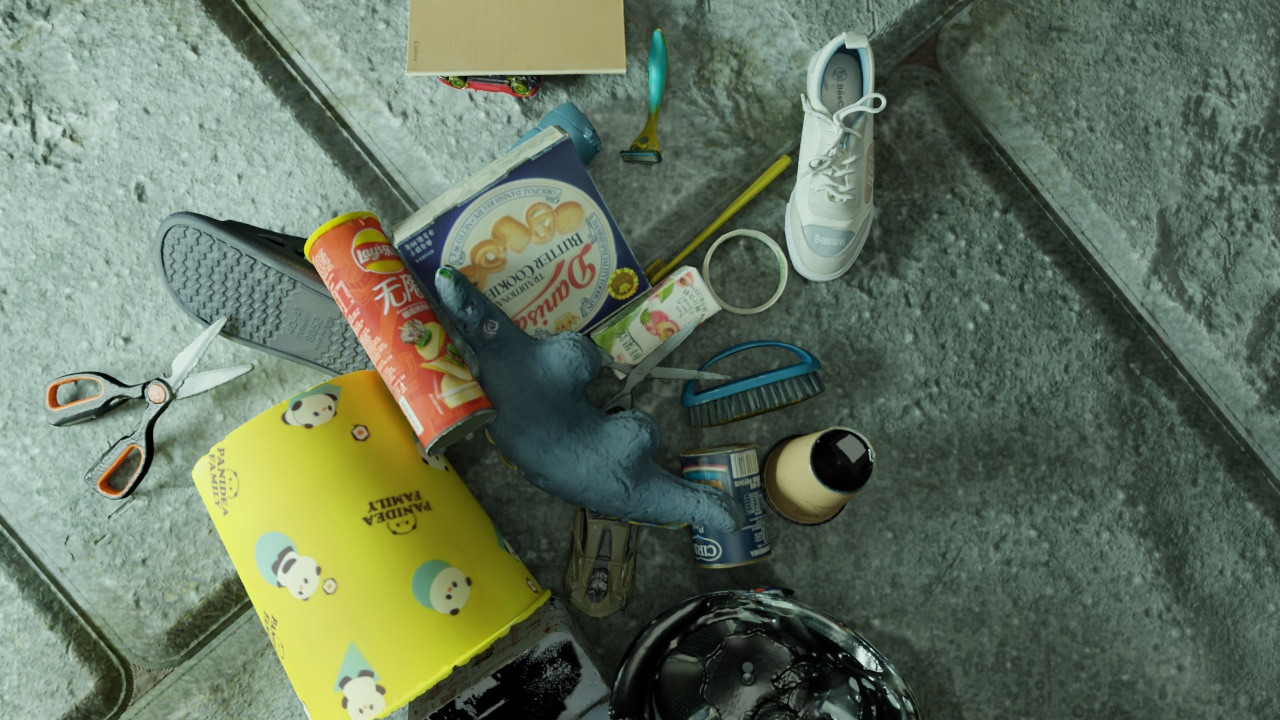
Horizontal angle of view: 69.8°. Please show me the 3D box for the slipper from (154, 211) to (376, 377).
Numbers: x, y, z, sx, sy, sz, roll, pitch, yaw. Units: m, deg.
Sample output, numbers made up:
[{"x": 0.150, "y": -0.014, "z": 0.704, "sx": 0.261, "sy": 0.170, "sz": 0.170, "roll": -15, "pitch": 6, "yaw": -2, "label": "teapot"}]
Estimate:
[{"x": -0.321, "y": -0.058, "z": 0.873, "sx": 0.268, "sy": 0.083, "sz": 0.111, "roll": 28, "pitch": 119, "yaw": -16, "label": "slipper"}]

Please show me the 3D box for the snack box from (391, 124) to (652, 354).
[{"x": -0.105, "y": -0.093, "z": 0.856, "sx": 0.178, "sy": 0.046, "sz": 0.182, "roll": -34, "pitch": 123, "yaw": -4, "label": "snack box"}]

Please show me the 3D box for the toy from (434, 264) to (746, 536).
[{"x": -0.067, "y": 0.058, "z": 0.840, "sx": 0.356, "sy": 0.091, "sz": 0.138, "roll": 43, "pitch": 125, "yaw": -7, "label": "toy"}]

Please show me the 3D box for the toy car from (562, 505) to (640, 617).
[{"x": -0.035, "y": 0.171, "z": 0.901, "sx": 0.070, "sy": 0.042, "sz": 0.158, "roll": 7, "pitch": 86, "yaw": -4, "label": "toy car"}]

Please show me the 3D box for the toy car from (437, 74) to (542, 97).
[{"x": -0.150, "y": -0.288, "z": 0.905, "sx": 0.106, "sy": 0.031, "sz": 0.049, "roll": 6, "pitch": 71, "yaw": -2, "label": "toy car"}]

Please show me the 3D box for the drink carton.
[{"x": 0.013, "y": -0.039, "z": 0.904, "sx": 0.122, "sy": 0.045, "sz": 0.053, "roll": -36, "pitch": 104, "yaw": -1, "label": "drink carton"}]

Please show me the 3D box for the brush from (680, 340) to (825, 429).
[{"x": 0.108, "y": 0.019, "z": 0.903, "sx": 0.144, "sy": 0.055, "sz": 0.073, "roll": -15, "pitch": 91, "yaw": -3, "label": "brush"}]

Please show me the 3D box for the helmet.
[{"x": 0.112, "y": 0.317, "z": 0.848, "sx": 0.274, "sy": 0.157, "sz": 0.230, "roll": 20, "pitch": 90, "yaw": 4, "label": "helmet"}]

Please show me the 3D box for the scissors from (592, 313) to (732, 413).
[{"x": -0.006, "y": 0.009, "z": 0.872, "sx": 0.159, "sy": 0.014, "sz": 0.182, "roll": 30, "pitch": 121, "yaw": -11, "label": "scissors"}]

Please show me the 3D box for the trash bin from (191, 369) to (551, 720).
[{"x": -0.242, "y": 0.162, "z": 0.805, "sx": 0.229, "sy": 0.230, "sz": 0.255, "roll": -33, "pitch": 86, "yaw": -4, "label": "trash bin"}]

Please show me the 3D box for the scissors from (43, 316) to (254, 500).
[{"x": -0.460, "y": 0.047, "z": 0.865, "sx": 0.225, "sy": 0.021, "sz": 0.204, "roll": 4, "pitch": 99, "yaw": 9, "label": "scissors"}]

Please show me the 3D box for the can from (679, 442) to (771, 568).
[{"x": 0.082, "y": 0.138, "z": 0.890, "sx": 0.075, "sy": 0.075, "sz": 0.111, "roll": -8, "pitch": 89, "yaw": -3, "label": "can"}]

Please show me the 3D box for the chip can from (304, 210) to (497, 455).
[{"x": -0.208, "y": -0.025, "z": 0.795, "sx": 0.073, "sy": 0.073, "sz": 0.216, "roll": -33, "pitch": 79, "yaw": -4, "label": "chip can"}]

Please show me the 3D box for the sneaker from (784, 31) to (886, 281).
[{"x": 0.196, "y": -0.199, "z": 0.896, "sx": 0.089, "sy": 0.091, "sz": 0.242, "roll": 5, "pitch": 89, "yaw": -2, "label": "sneaker"}]

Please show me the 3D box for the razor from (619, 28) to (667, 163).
[{"x": 0.011, "y": -0.263, "z": 0.917, "sx": 0.043, "sy": 0.028, "sz": 0.132, "roll": 8, "pitch": 91, "yaw": 28, "label": "razor"}]

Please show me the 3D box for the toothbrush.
[{"x": 0.078, "y": -0.144, "z": 0.925, "sx": 0.190, "sy": 0.016, "sz": 0.016, "roll": -42, "pitch": 85, "yaw": -3, "label": "toothbrush"}]

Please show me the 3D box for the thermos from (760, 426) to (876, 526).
[{"x": 0.170, "y": 0.107, "z": 0.868, "sx": 0.093, "sy": 0.143, "sz": 0.093, "roll": 1, "pitch": 75, "yaw": -5, "label": "thermos"}]

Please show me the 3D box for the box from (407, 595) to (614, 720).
[{"x": -0.082, "y": 0.380, "z": 0.874, "sx": 0.177, "sy": 0.082, "sz": 0.261, "roll": -33, "pitch": 104, "yaw": -3, "label": "box"}]

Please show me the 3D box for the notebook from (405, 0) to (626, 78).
[{"x": -0.122, "y": -0.346, "z": 0.903, "sx": 0.211, "sy": 0.012, "sz": 0.149, "roll": -2, "pitch": 72, "yaw": -3, "label": "notebook"}]

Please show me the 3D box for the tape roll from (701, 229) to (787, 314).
[{"x": 0.105, "y": -0.089, "z": 0.926, "sx": 0.086, "sy": 0.014, "sz": 0.086, "roll": 0, "pitch": 89, "yaw": -3, "label": "tape roll"}]

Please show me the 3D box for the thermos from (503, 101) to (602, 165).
[{"x": -0.130, "y": -0.159, "z": 0.891, "sx": 0.070, "sy": 0.070, "sz": 0.220, "roll": 45, "pitch": 86, "yaw": -1, "label": "thermos"}]
